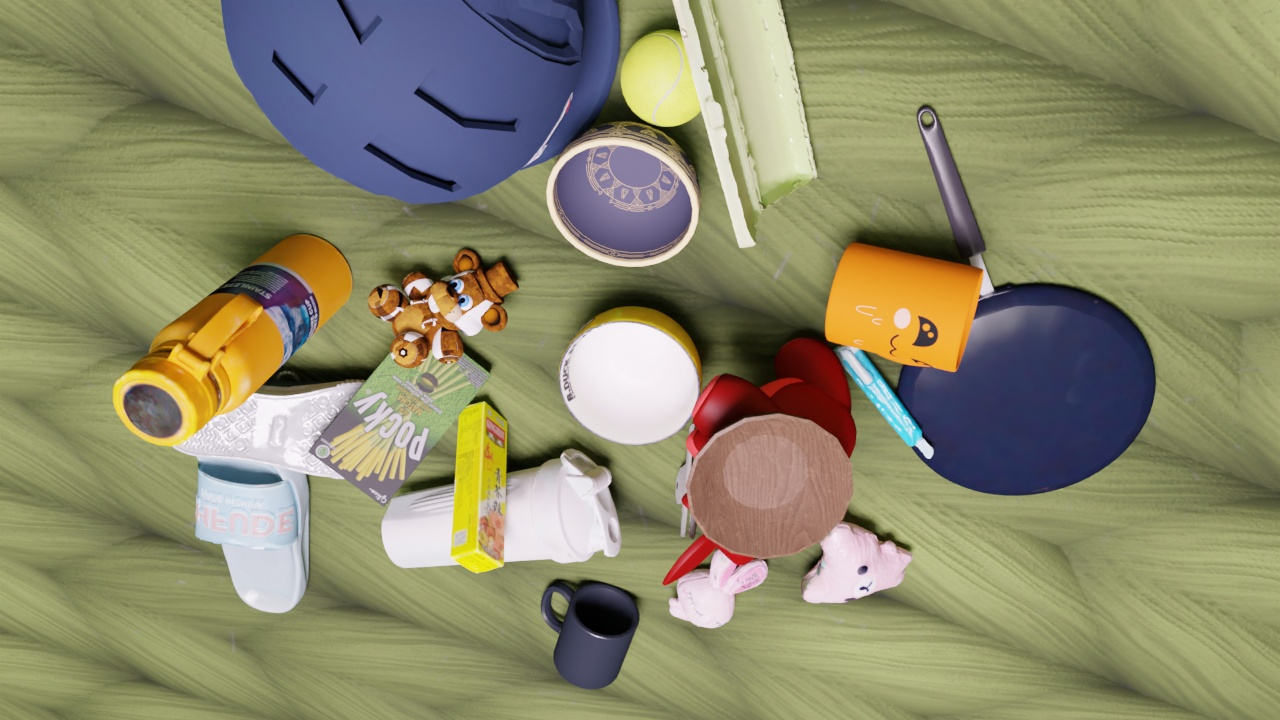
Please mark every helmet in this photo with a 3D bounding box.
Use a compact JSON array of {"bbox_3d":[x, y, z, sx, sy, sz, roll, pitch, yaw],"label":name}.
[{"bbox_3d":[-0.134,-0.208,0.608,0.233,0.222,0.272,-38,143,26],"label":"helmet"}]

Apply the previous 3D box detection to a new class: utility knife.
[{"bbox_3d":[0.204,0.036,0.763,0.022,0.015,0.123,-35,97,27],"label":"utility knife"}]

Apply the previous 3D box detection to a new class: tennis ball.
[{"bbox_3d":[0.019,-0.198,0.646,0.065,0.065,0.065,4,120,8],"label":"tennis ball"}]

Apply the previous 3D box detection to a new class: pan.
[{"bbox_3d":[0.279,-0.033,0.721,0.199,0.021,0.356,-19,113,20],"label":"pan"}]

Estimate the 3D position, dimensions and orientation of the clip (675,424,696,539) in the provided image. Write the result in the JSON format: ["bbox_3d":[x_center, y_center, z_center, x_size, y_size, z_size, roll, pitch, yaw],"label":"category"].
[{"bbox_3d":[0.044,0.112,0.828,0.040,0.101,0.054,4,164,11],"label":"clip"}]

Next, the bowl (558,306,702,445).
[{"bbox_3d":[-0.005,0.004,0.764,0.117,0.067,0.117,4,120,7],"label":"bowl"}]

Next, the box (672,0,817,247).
[{"bbox_3d":[0.064,-0.185,0.613,0.047,0.140,0.188,-2,122,31],"label":"box"}]

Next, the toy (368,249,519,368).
[{"bbox_3d":[-0.158,-0.045,0.762,0.113,0.067,0.087,-30,75,5],"label":"toy"}]

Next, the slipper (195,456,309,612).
[{"bbox_3d":[-0.391,0.170,0.926,0.104,0.074,0.246,7,122,5],"label":"slipper"}]

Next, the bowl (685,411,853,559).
[{"bbox_3d":[0.090,0.084,0.654,0.118,0.030,0.118,0,113,0],"label":"bowl"}]

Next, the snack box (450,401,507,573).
[{"bbox_3d":[-0.140,0.109,0.802,0.029,0.147,0.040,-19,142,19],"label":"snack box"}]

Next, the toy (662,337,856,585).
[{"bbox_3d":[0.094,0.088,0.753,0.120,0.158,0.198,42,134,26],"label":"toy"}]

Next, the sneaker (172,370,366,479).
[{"bbox_3d":[-0.313,0.054,0.841,0.235,0.087,0.089,6,93,-16],"label":"sneaker"}]

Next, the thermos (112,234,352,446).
[{"bbox_3d":[-0.305,-0.028,0.705,0.076,0.232,0.092,11,120,4],"label":"thermos"}]

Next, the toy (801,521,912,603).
[{"bbox_3d":[0.201,0.188,0.842,0.096,0.052,0.099,6,124,-8],"label":"toy"}]

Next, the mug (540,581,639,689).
[{"bbox_3d":[-0.058,0.269,0.930,0.105,0.071,0.078,32,124,23],"label":"mug"}]

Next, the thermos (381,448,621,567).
[{"bbox_3d":[-0.131,0.145,0.855,0.221,0.099,0.099,-10,117,19],"label":"thermos"}]

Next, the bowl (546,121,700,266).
[{"bbox_3d":[-0.008,-0.133,0.686,0.112,0.061,0.113,8,137,7],"label":"bowl"}]

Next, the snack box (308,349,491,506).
[{"bbox_3d":[-0.209,0.044,0.805,0.080,0.025,0.147,40,86,-13],"label":"snack box"}]

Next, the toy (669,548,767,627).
[{"bbox_3d":[0.072,0.223,0.888,0.063,0.047,0.110,29,117,-17],"label":"toy"}]

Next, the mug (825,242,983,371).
[{"bbox_3d":[0.199,-0.031,0.697,0.096,0.077,0.113,16,153,22],"label":"mug"}]
